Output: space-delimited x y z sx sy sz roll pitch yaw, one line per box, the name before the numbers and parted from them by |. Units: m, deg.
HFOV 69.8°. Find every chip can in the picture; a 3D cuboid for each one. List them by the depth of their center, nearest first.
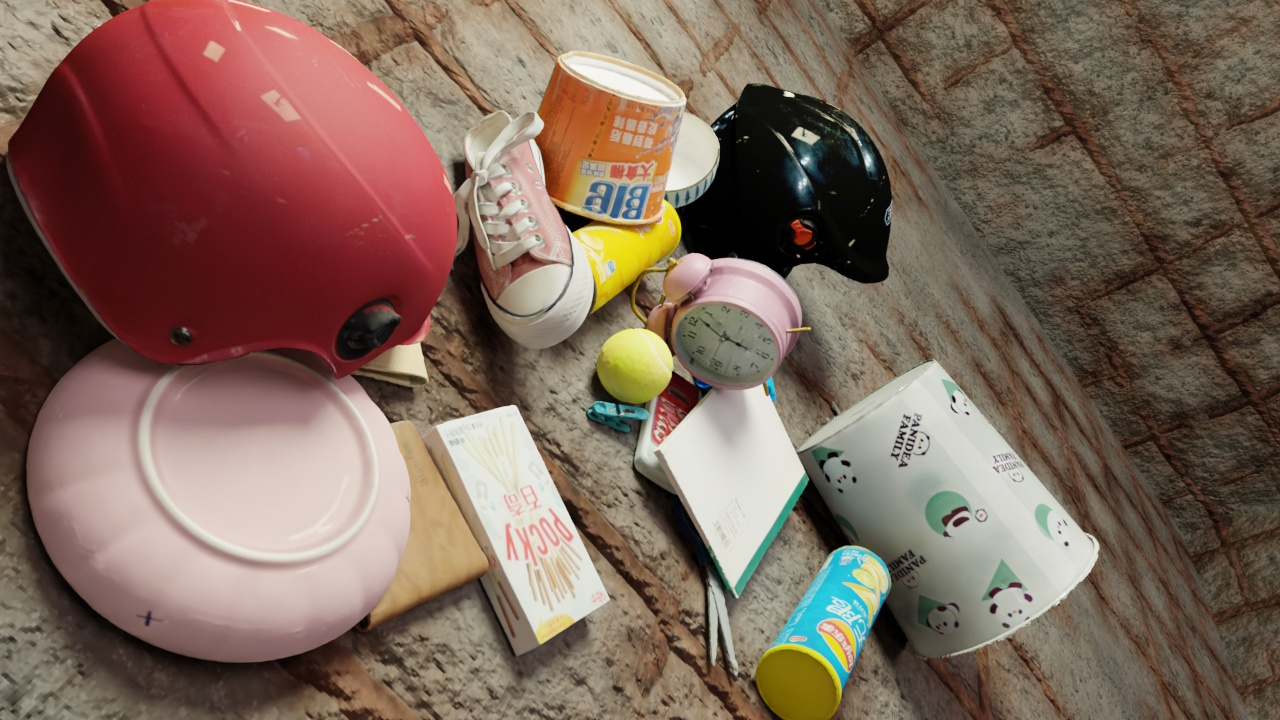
chip can | 0.173 0.243 0.837 0.071 0.071 0.209 60 30 2
chip can | -0.030 -0.098 0.846 0.072 0.072 0.212 55 31 -5

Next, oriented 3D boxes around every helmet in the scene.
helmet | -0.189 -0.105 0.500 0.239 0.144 0.207 4 42 -53
helmet | 0.182 -0.197 1.094 0.275 0.231 0.232 21 29 12

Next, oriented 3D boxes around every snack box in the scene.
snack box | -0.085 0.110 0.621 0.084 0.027 0.156 -14 74 -59

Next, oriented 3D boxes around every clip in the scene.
clip | -0.021 0.047 0.778 0.055 0.037 0.013 18 46 -38

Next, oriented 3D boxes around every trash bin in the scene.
trash bin | 0.317 0.151 0.997 0.252 0.230 0.229 56 30 5

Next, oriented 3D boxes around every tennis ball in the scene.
tennis ball | -0.005 0.005 0.796 0.065 0.066 0.065 36 37 -33

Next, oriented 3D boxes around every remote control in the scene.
remote control | 0.027 0.060 0.830 0.056 0.020 0.135 35 35 -17

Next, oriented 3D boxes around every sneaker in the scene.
sneaker | -0.106 -0.118 0.719 0.088 0.118 0.240 47 21 -54

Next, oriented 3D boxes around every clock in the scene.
clock | 0.066 -0.037 0.829 0.158 0.117 0.059 26 45 3

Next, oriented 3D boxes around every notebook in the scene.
notebook | 0.093 0.098 0.848 0.150 0.012 0.208 63 35 -10

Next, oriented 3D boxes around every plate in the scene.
plate | -0.198 0.054 0.469 0.192 0.039 0.192 30 39 -28

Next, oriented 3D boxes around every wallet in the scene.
wallet | -0.151 0.092 0.548 0.101 0.020 0.115 -13 72 -59
wallet | -0.187 -0.040 0.611 0.087 0.024 0.115 20 48 -54

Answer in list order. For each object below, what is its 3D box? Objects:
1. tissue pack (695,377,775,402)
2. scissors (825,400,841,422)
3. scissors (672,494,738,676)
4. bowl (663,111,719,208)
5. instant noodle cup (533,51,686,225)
tissue pack | 0.092 -0.019 0.973 0.095 0.052 0.157 24 44 -45
scissors | 0.308 0.151 1.178 0.224 0.015 0.188 25 44 -43
scissors | 0.056 0.176 0.782 0.144 0.012 0.169 53 29 -9
bowl | 0.028 -0.214 1.020 0.066 0.116 0.116 87 -10 -63
instant noodle cup | -0.032 -0.208 0.842 0.151 0.112 0.151 15 29 -9
